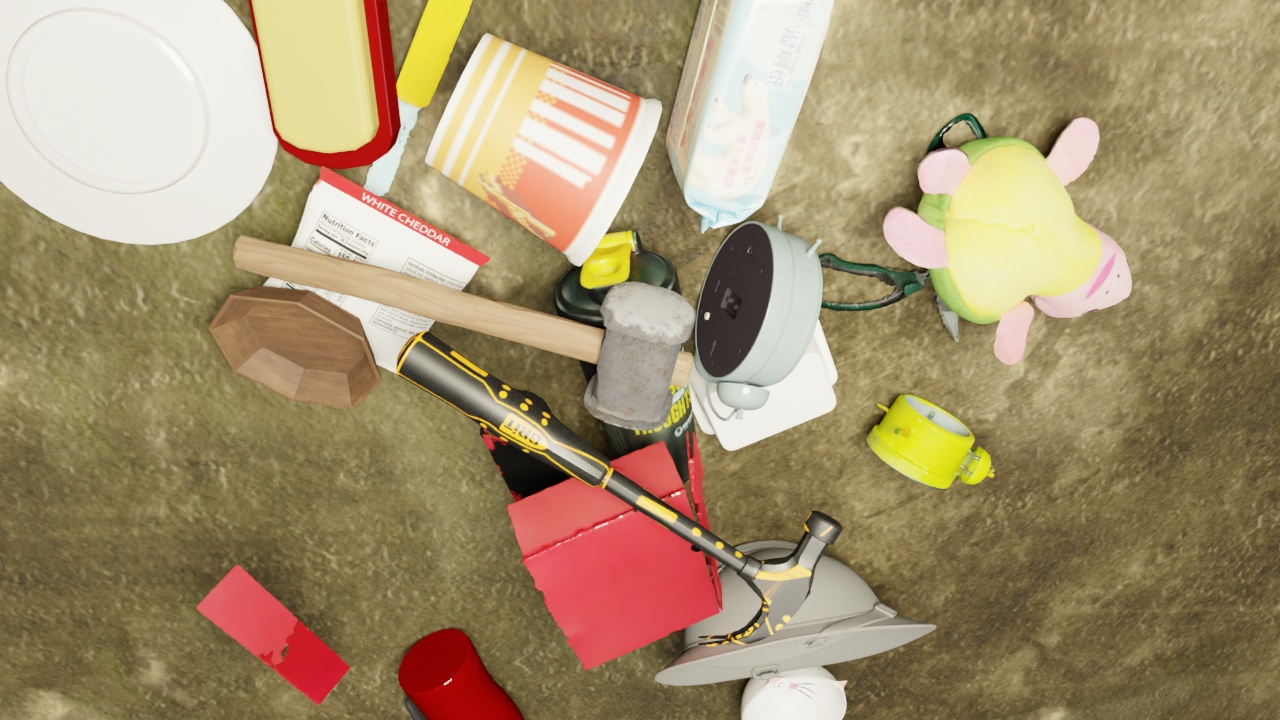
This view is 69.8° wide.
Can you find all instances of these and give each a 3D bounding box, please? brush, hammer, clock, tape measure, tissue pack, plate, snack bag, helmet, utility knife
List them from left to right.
[{"bbox_3d":[-0.354,-0.172,0.615,0.208,0.015,0.209,-4,121,-6],"label":"plate"},{"bbox_3d":[-0.257,-0.012,0.697,0.131,0.025,0.131,7,142,6],"label":"plate"},{"bbox_3d":[-0.207,-0.208,0.592,0.082,0.041,0.174,2,121,1],"label":"brush"},{"bbox_3d":[-0.206,-0.058,0.687,0.130,0.039,0.144,28,125,-22],"label":"snack bag"},{"bbox_3d":[-0.147,-0.206,0.624,0.030,0.019,0.225,23,114,-15],"label":"utility knife"},{"bbox_3d":[-0.124,-0.036,0.631,0.328,0.052,0.098,16,130,4],"label":"hammer"},{"bbox_3d":[-0.105,0.057,0.779,0.062,0.034,0.061,-32,118,10],"label":"tape measure"},{"bbox_3d":[-0.026,0.081,0.620,0.320,0.036,0.123,32,101,-2],"label":"hammer"},{"bbox_3d":[0.069,-0.185,0.613,0.070,0.112,0.182,9,120,-12],"label":"tissue pack"},{"bbox_3d":[0.084,-0.029,0.701,0.045,0.122,0.159,12,109,-20],"label":"clock"},{"bbox_3d":[0.137,0.229,0.878,0.271,0.117,0.184,-6,152,-12],"label":"helmet"},{"bbox_3d":[0.261,0.076,0.818,0.119,0.083,0.057,22,109,-17],"label":"clock"}]

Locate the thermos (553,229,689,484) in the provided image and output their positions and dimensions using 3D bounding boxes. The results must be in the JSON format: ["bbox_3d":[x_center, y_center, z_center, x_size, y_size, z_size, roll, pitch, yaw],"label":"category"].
[{"bbox_3d":[-0.004,0.004,0.730,0.098,0.098,0.221,-14,128,0],"label":"thermos"}]

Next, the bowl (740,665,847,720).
[{"bbox_3d":[0.160,0.362,0.993,0.114,0.050,0.115,-4,121,-6],"label":"bowl"}]

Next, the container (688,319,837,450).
[{"bbox_3d":[0.105,0.023,0.780,0.129,0.049,0.081,-23,121,6],"label":"container"}]

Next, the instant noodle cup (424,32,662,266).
[{"bbox_3d":[-0.069,-0.146,0.618,0.121,0.123,0.124,26,114,-13],"label":"instant noodle cup"}]

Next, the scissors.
[{"bbox_3d":[0.216,-0.088,0.750,0.204,0.015,0.202,-17,120,1],"label":"scissors"}]

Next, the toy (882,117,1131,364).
[{"bbox_3d":[0.286,-0.093,0.700,0.238,0.088,0.190,13,92,-27],"label":"toy"}]

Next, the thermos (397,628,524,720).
[{"bbox_3d":[-0.177,0.369,0.934,0.108,0.083,0.199,-10,122,20],"label":"thermos"}]

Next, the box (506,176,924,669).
[{"bbox_3d":[0.091,0.053,0.802,0.171,0.477,0.214,21,149,27],"label":"box"}]
